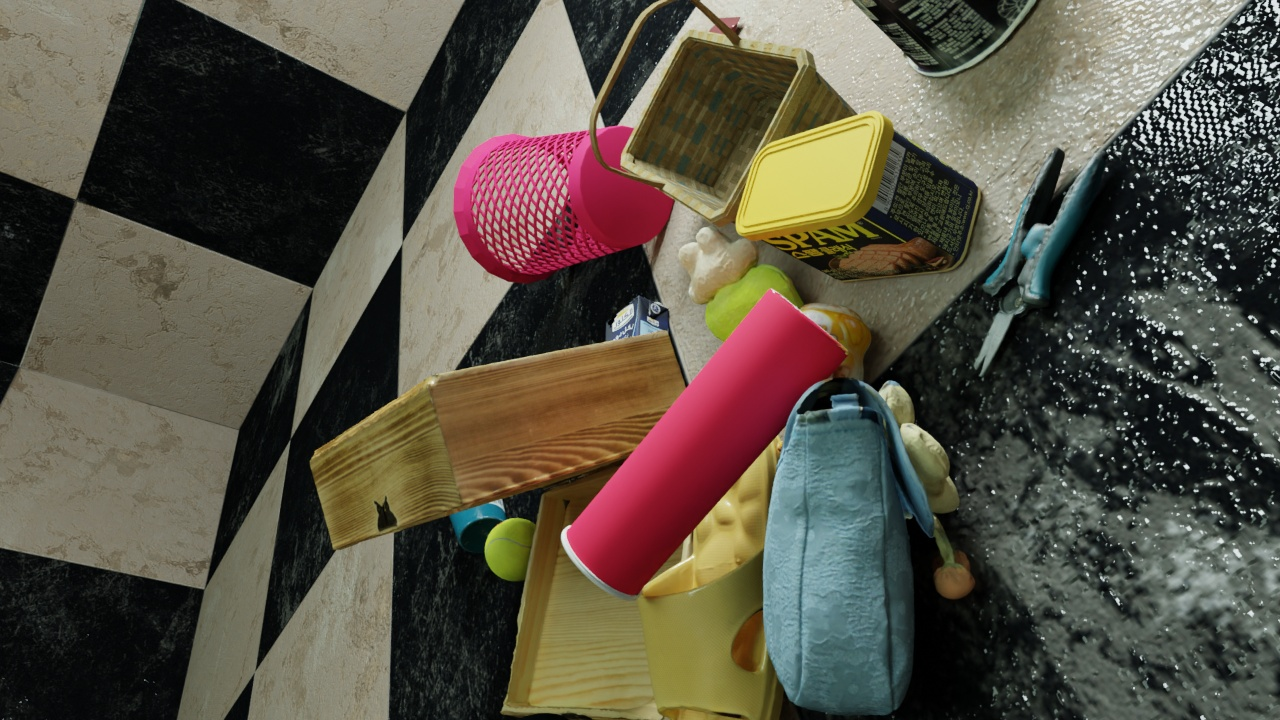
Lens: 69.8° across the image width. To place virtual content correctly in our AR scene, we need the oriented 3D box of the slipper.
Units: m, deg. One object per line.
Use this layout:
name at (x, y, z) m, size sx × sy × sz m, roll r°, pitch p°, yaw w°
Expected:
slipper at (0.048, 0.161, 0.641) m, size 0.100 × 0.078 × 0.263 m, roll -20°, pitch 56°, yaw 51°

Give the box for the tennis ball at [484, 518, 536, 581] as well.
tennis ball at (-0.131, 0.199, 0.968) m, size 0.065 × 0.065 × 0.065 m, roll -39°, pitch 40°, yaw 42°

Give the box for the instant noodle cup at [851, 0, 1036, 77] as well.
instant noodle cup at (0.211, -0.296, 0.673) m, size 0.138 × 0.112 × 0.137 m, roll -38°, pitch 41°, yaw 43°

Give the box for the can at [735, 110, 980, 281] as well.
can at (0.153, -0.109, 0.651) m, size 0.135 × 0.104 × 0.075 m, roll 1°, pitch 71°, yaw 60°

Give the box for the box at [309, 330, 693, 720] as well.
box at (-0.073, 0.166, 0.802) m, size 0.280 × 0.281 × 0.315 m, roll -28°, pitch 80°, yaw 50°

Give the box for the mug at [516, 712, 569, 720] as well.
mug at (-0.059, 0.336, 0.726) m, size 0.121 × 0.085 × 0.094 m, roll -28°, pitch 33°, yaw -8°

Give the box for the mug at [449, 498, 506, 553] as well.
mug at (-0.200, 0.169, 1.105) m, size 0.078 × 0.078 × 0.121 m, roll -57°, pitch 35°, yaw 20°

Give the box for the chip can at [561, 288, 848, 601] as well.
chip can at (0.042, 0.057, 0.615) m, size 0.221 × 0.069 × 0.069 m, roll -50°, pitch 31°, yaw 9°

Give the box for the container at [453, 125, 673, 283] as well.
container at (-0.081, -0.186, 1.056) m, size 0.226 × 0.183 × 0.183 m, roll 2°, pitch 72°, yaw 52°

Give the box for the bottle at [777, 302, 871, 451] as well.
bottle at (0.126, 0.016, 0.656) m, size 0.063 × 0.063 × 0.108 m, roll -6°, pitch 68°, yaw 59°

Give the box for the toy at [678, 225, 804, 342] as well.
toy at (0.080, -0.058, 0.754) m, size 0.046 × 0.115 × 0.092 m, roll -40°, pitch 0°, yaw -45°

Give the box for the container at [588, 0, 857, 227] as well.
container at (0.055, -0.214, 0.804) m, size 0.158 × 0.186 × 0.250 m, roll -62°, pitch 29°, yaw 11°

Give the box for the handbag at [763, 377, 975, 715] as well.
handbag at (0.132, 0.107, 0.540) m, size 0.122 × 0.119 × 0.191 m, roll 65°, pitch -154°, yaw -74°

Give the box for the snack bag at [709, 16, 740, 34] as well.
snack bag at (0.066, -0.314, 1.038) m, size 0.158 × 0.013 × 0.057 m, roll -64°, pitch 27°, yaw 7°

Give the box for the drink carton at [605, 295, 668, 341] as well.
drink carton at (-0.005, 0.005, 0.912) m, size 0.064 × 0.040 × 0.129 m, roll -36°, pitch 41°, yaw 43°

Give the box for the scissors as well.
scissors at (0.242, -0.063, 0.558) m, size 0.141 × 0.019 × 0.128 m, roll -42°, pitch 38°, yaw 42°
